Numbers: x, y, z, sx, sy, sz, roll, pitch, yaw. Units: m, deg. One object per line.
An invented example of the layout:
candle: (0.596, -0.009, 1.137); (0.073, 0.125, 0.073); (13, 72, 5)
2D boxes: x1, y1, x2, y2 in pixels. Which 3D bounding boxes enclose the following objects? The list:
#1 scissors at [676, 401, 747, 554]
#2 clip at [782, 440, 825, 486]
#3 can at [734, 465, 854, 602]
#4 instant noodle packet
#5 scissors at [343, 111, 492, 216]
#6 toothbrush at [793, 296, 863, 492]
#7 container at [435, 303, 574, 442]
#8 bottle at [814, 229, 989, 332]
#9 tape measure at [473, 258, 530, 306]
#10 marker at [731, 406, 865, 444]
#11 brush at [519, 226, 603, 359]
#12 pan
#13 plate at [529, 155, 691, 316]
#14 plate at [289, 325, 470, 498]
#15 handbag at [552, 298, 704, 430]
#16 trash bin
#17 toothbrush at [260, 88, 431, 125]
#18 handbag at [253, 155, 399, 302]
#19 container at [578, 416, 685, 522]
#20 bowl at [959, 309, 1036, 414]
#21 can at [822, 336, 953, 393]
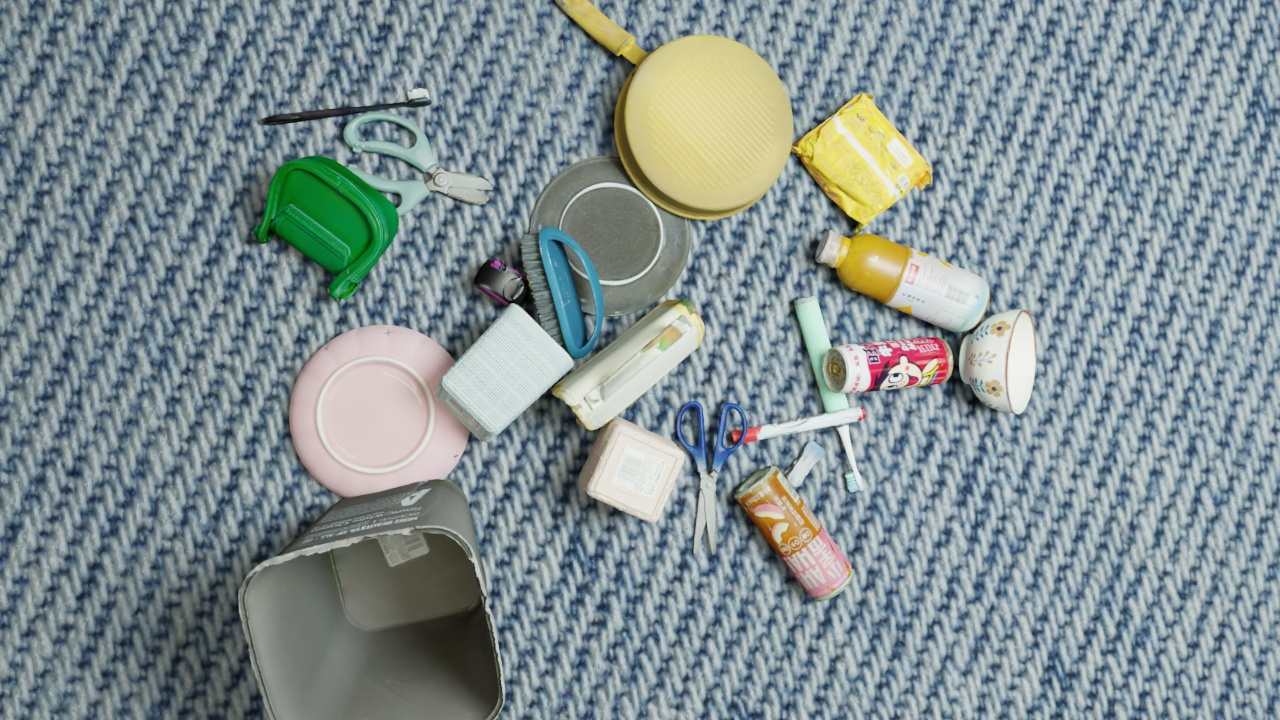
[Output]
scissors: (0.084, 0.126, 1.001); (0.133, 0.012, 0.172); (-27, 86, 12)
clip: (0.180, 0.115, 1.016); (0.025, 0.032, 0.057); (43, 81, -4)
can: (0.166, 0.186, 0.993); (0.058, 0.058, 0.147); (-37, 91, -5)
instant noodle packet: (0.247, -0.218, 1.021); (0.111, 0.044, 0.128); (-38, 88, 1)
scissors: (-0.247, -0.188, 0.991); (0.180, 0.019, 0.143); (25, 86, -5)
toothbrush: (0.213, 0.037, 1.018); (0.027, 0.026, 0.224); (-17, 90, 19)
container: (-0.143, 0.018, 0.941); (0.090, 0.090, 0.111); (44, 69, -4)
bottle: (0.285, -0.091, 1.008); (0.189, 0.068, 0.068); (21, 86, -4)
tape measure: (-0.145, -0.083, 0.975); (0.058, 0.057, 0.039); (31, 85, 7)
marker: (0.172, 0.071, 1.002); (0.145, 0.017, 0.017); (-12, 89, 8)
brush: (-0.077, -0.071, 0.965); (0.074, 0.055, 0.144); (-10, 102, 18)
pan: (0.013, -0.311, 1.002); (0.197, 0.078, 0.357); (-44, 98, -12)
plate: (-0.032, -0.138, 1.004); (0.179, 0.024, 0.179); (0, 89, -5)
plate: (-0.276, 0.057, 0.968); (0.192, 0.039, 0.192); (0, 88, -5)
handbag: (-0.006, 0.005, 0.924); (0.163, 0.179, 0.063); (-39, 95, -6)
trash bin: (-0.234, 0.222, 0.863); (0.199, 0.219, 0.199); (-11, 102, -5)
toothbrush: (-0.317, -0.271, 0.988); (0.181, 0.016, 0.018); (-11, 83, -6)
handbag: (-0.326, -0.139, 0.950); (0.131, 0.068, 0.120); (35, 106, -5)
container: (-0.008, 0.114, 0.953); (0.090, 0.111, 0.090); (25, 86, -4)
bowl: (0.389, 0.000, 1.008); (0.062, 0.113, 0.113); (5, 87, 38)
can: (0.268, 0.005, 0.996); (0.132, 0.053, 0.053); (-5, 88, -19)
